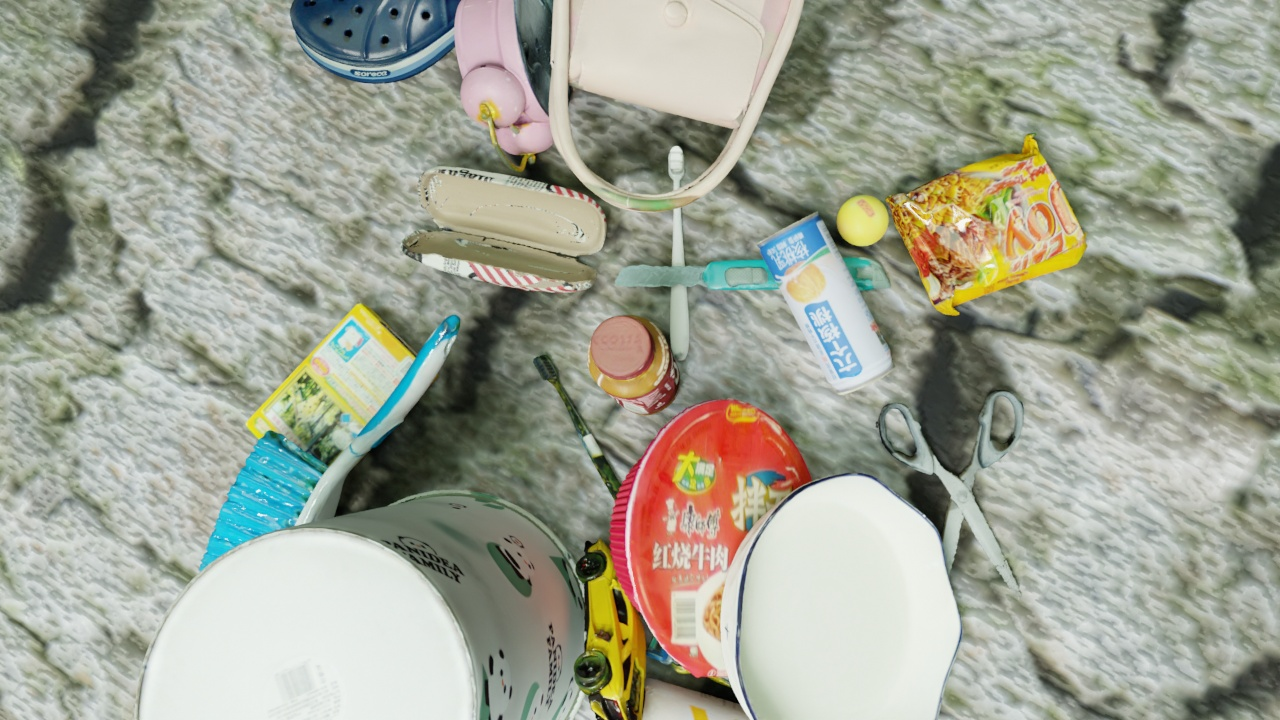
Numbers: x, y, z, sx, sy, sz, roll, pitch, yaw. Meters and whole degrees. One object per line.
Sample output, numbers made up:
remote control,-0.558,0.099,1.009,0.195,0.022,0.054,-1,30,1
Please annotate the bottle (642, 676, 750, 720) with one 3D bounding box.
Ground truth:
bottle,0.073,0.288,0.669,0.189,0.068,0.068,14,83,8

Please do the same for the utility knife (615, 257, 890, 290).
utility knife,0.090,-0.068,0.741,0.222,0.013,0.029,-1,85,2

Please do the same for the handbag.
handbag,0.014,-0.225,0.719,0.193,0.093,0.234,13,80,-4

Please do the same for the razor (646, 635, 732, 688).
razor,0.073,0.241,0.700,0.143,0.022,0.042,24,41,6

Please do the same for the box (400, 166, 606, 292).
box,-0.110,-0.110,0.744,0.162,0.076,0.087,11,110,10

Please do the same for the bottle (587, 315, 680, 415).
bottle,-0.004,0.004,0.665,0.057,0.175,0.057,-1,81,6

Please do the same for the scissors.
scissors,0.244,0.099,0.706,0.159,0.014,0.181,30,87,9

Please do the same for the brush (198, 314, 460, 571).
brush,-0.241,0.079,0.697,0.109,0.060,0.315,29,106,7

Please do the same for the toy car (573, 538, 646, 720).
toy car,-0.020,0.196,0.659,0.041,0.071,0.155,-14,41,6

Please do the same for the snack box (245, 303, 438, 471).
snack box,-0.247,0.032,0.760,0.087,0.034,0.140,42,87,10

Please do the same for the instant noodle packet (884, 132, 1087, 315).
instant noodle packet,0.274,-0.106,0.719,0.128,0.044,0.110,-23,84,2

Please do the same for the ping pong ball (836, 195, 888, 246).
ping pong ball,0.177,-0.111,0.731,0.040,0.040,0.040,-1,81,6

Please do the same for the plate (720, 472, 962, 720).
plate,0.138,0.182,0.643,0.204,0.046,0.204,5,79,-30

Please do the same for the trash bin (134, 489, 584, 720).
trash bin,-0.159,0.196,0.586,0.229,0.252,0.229,-1,81,5

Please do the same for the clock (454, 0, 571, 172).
clock,-0.103,-0.231,0.744,0.060,0.117,0.158,-6,78,15

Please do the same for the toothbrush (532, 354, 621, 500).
toothbrush,-0.038,0.075,0.738,0.012,0.017,0.185,-33,80,13

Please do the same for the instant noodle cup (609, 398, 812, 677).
instant noodle cup,0.046,0.127,0.661,0.066,0.193,0.193,-11,77,48

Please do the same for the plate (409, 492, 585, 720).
plate,-0.150,0.219,0.724,0.230,0.027,0.230,-1,82,6

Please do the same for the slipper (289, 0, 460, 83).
slipper,-0.180,-0.329,0.778,0.253,0.095,0.105,-31,77,-3

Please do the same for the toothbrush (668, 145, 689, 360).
toothbrush,0.031,-0.089,0.756,0.016,0.016,0.180,-1,82,3

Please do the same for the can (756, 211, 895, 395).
can,0.143,-0.043,0.707,0.053,0.053,0.134,-28,92,1
